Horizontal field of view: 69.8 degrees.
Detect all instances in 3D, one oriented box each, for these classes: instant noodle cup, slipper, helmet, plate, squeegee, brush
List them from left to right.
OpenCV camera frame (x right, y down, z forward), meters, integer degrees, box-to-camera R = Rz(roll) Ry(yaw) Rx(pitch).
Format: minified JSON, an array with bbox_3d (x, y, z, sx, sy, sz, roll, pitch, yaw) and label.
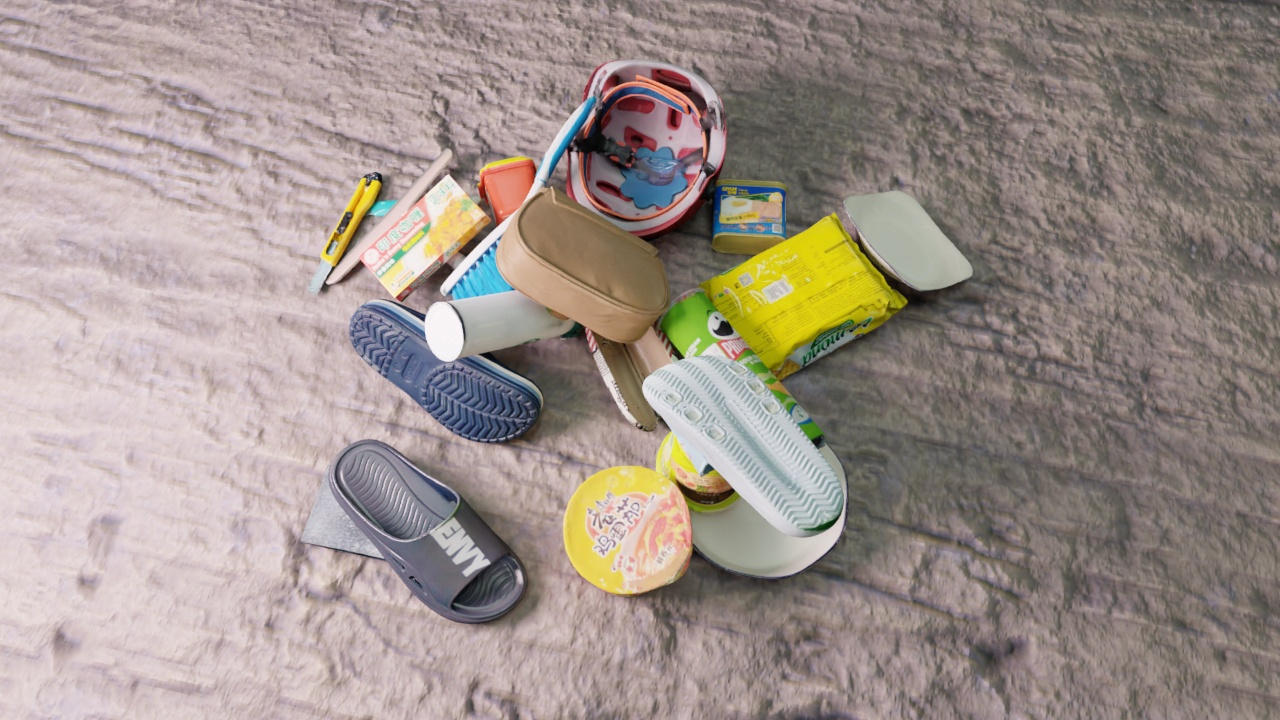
[{"bbox_3d":[-0.241,0.184,1.014,0.268,0.083,0.110,41,66,7],"label":"slipper"},{"bbox_3d":[-0.230,0.007,1.106,0.253,0.105,0.095,30,35,2],"label":"slipper"},{"bbox_3d":[-0.242,-0.131,1.187,0.249,0.040,0.247,36,76,10],"label":"squeegee"},{"bbox_3d":[-0.131,-0.181,1.135,0.109,0.060,0.314,45,89,2],"label":"brush"},{"bbox_3d":[-0.015,0.198,1.012,0.138,0.110,0.137,1,65,-1],"label":"instant noodle cup"},{"bbox_3d":[0.011,-0.257,1.203,0.207,0.144,0.240,18,85,15],"label":"helmet"},{"bbox_3d":[0.075,0.097,1.003,0.111,0.124,0.111,0,66,-1],"label":"instant noodle cup"},{"bbox_3d":[0.100,0.083,0.900,0.103,0.074,0.245,-28,54,-22],"label":"slipper"},{"bbox_3d":[0.137,0.157,1.071,0.205,0.046,0.204,1,66,-2],"label":"plate"},{"bbox_3d":[0.340,-0.150,1.193,0.163,0.034,0.163,-14,62,-40],"label":"plate"}]

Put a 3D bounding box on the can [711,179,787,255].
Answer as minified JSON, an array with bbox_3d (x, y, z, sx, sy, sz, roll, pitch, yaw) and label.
[{"bbox_3d":[0.143,-0.189,1.220,0.102,0.057,0.083,3,68,0],"label":"can"}]

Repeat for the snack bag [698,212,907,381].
[{"bbox_3d":[0.185,-0.074,1.149,0.246,0.068,0.158,-29,69,-4],"label":"snack bag"}]

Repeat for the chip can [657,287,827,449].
[{"bbox_3d":[0.115,0.023,1.067,0.072,0.072,0.236,-33,69,-15],"label":"chip can"}]

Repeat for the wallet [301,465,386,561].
[{"bbox_3d":[-0.321,0.177,1.065,0.121,0.019,0.097,11,64,5],"label":"wallet"}]

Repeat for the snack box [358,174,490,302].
[{"bbox_3d":[-0.272,-0.154,1.158,0.156,0.027,0.077,-43,76,-1],"label":"snack box"}]

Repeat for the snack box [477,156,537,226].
[{"bbox_3d":[-0.167,-0.211,1.205,0.082,0.091,0.080,-14,74,-7],"label":"snack box"}]

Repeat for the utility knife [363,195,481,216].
[{"bbox_3d":[-0.305,-0.208,1.240,0.182,0.013,0.029,-2,63,1],"label":"utility knife"}]

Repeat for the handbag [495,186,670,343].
[{"bbox_3d":[-0.067,-0.108,1.072,0.204,0.100,0.147,29,44,-18],"label":"handbag"}]

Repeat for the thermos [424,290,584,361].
[{"bbox_3d":[-0.145,-0.049,1.088,0.223,0.073,0.073,-15,61,-48],"label":"thermos"}]

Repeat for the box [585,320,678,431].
[{"bbox_3d":[-0.008,0.007,1.116,0.086,0.076,0.162,-10,65,-39],"label":"box"}]

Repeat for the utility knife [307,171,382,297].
[{"bbox_3d":[-0.391,-0.170,1.213,0.033,0.015,0.201,11,66,19],"label":"utility knife"}]
